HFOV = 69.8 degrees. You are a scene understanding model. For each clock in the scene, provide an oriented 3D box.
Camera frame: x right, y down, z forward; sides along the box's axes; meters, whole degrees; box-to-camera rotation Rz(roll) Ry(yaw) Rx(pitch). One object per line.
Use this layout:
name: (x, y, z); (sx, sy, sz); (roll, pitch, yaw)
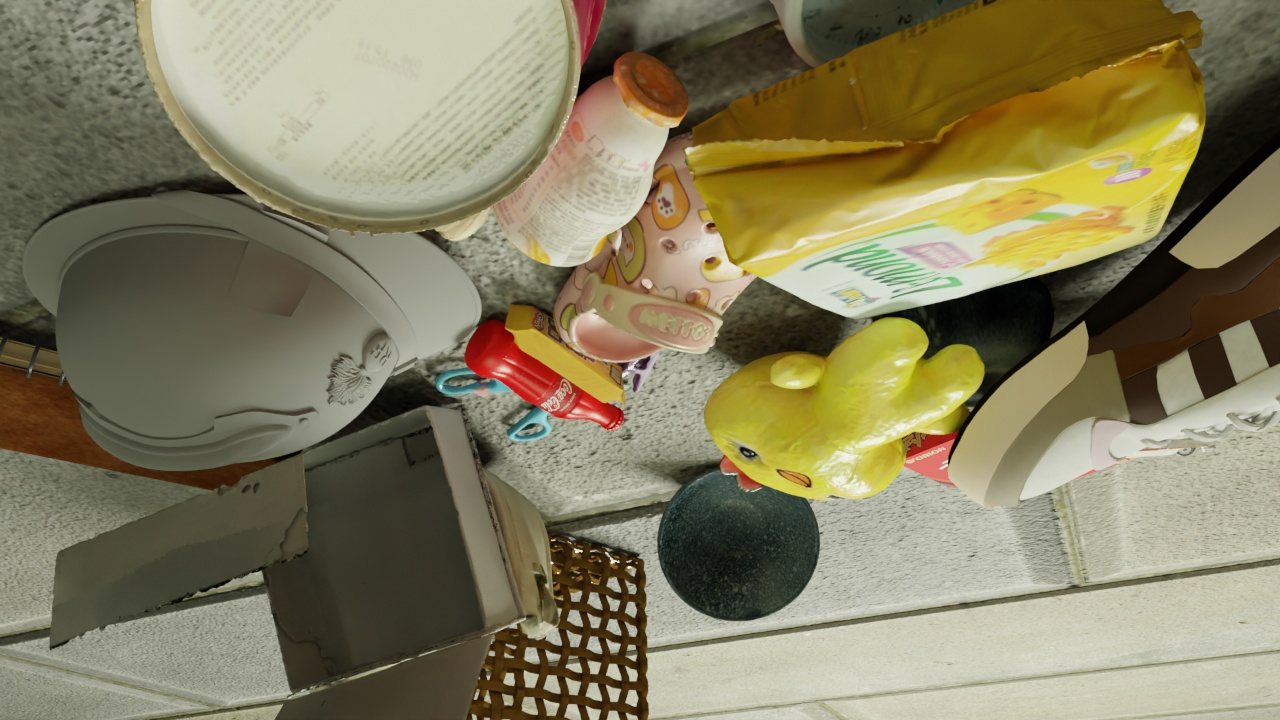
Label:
clock: (0.097, -0.152, 0.333); (0.117, 0.057, 0.083); (-10, 147, 1)

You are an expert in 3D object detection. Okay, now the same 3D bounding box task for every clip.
clip: (-0.002, 0.004, 0.616); (0.032, 0.013, 0.051); (12, 138, -29)

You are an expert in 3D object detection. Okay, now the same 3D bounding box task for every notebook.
notebook: (-0.367, 0.045, 0.658); (0.225, 0.024, 0.168); (18, 147, -28)

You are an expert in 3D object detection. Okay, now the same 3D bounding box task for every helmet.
helmet: (-0.230, 0.007, 0.517); (0.271, 0.117, 0.183); (-2, 148, 9)

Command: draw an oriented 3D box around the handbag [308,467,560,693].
handbag: (-0.174, 0.173, 0.743); (0.229, 0.183, 0.132); (-25, 147, 13)

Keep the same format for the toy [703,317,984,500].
toy: (0.120, 0.031, 0.572); (0.133, 0.092, 0.208); (24, 156, -15)

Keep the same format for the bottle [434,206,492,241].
bottle: (-0.121, -0.096, 0.430); (0.044, 0.044, 0.109); (-28, 139, 36)

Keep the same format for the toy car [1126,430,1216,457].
toy car: (0.310, 0.042, 0.598); (0.113, 0.039, 0.039); (-5, 127, 5)

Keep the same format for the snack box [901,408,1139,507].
snack box: (0.290, 0.053, 0.682); (0.132, 0.035, 0.152); (25, 140, -34)

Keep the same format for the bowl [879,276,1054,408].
bowl: (0.206, -0.005, 0.572); (0.110, 0.055, 0.110); (-1, 149, -1)

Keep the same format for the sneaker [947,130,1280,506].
sneaker: (0.294, 0.008, 0.475); (0.111, 0.116, 0.295); (-5, 143, -45)

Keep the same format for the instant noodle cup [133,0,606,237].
instant noodle cup: (-0.092, -0.120, 0.319); (0.178, 0.077, 0.179); (-7, 137, -7)

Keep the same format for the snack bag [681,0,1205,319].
snack bag: (0.131, -0.075, 0.381); (0.160, 0.068, 0.247); (-14, 171, 24)

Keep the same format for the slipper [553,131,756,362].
slipper: (0.018, -0.036, 0.493); (0.093, 0.081, 0.198); (13, 148, -23)

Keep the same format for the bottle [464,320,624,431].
bottle: (-0.058, 0.015, 0.602); (0.119, 0.036, 0.036); (32, 135, -33)

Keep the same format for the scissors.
scissors: (-0.076, 0.030, 0.660); (0.135, 0.015, 0.130); (3, 147, -1)

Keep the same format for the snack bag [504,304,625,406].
snack bag: (-0.044, -0.003, 0.581); (0.099, 0.026, 0.020); (36, 120, -28)

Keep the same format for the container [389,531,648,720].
container: (-0.145, 0.315, 0.887); (0.214, 0.251, 0.220); (24, 140, -34)

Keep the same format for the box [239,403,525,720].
box: (-0.187, 0.177, 0.570); (0.167, 0.329, 0.165); (-22, 118, 13)

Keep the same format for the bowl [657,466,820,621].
bowl: (0.083, 0.150, 0.794); (0.137, 0.137, 0.057); (-2, -172, 2)

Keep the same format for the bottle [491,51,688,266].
bottle: (-0.023, -0.091, 0.420); (0.063, 0.063, 0.109); (18, 143, -28)
